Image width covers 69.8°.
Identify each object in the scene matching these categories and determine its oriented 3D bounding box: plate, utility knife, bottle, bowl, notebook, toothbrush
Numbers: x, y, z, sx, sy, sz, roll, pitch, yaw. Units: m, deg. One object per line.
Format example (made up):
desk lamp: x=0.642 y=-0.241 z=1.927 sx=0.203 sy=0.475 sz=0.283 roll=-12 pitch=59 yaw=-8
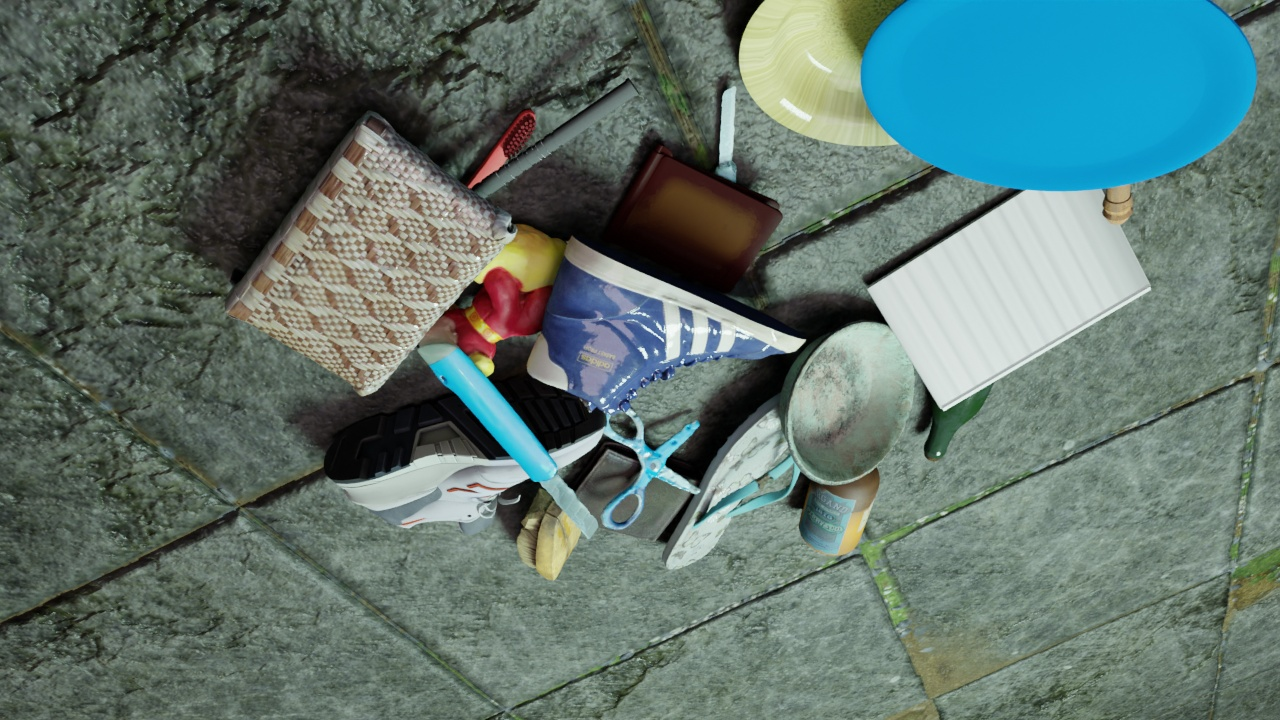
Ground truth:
plate: x=0.253 y=-0.176 z=0.576 sx=0.224 sy=0.024 sz=0.224 roll=16 pitch=164 yaw=5
utility knife: x=0.066 y=-0.133 z=0.710 sx=0.022 sy=0.015 sz=0.166 roll=-11 pitch=135 yaw=-10
bottle: x=0.213 y=0.132 z=0.963 sx=0.067 sy=0.067 sz=0.157 roll=-6 pitch=132 yaw=-13
bowl: x=0.186 y=0.036 z=0.855 sx=0.157 sy=0.038 sz=0.157 roll=-10 pitch=109 yaw=-29
notebook: x=0.328 y=-0.064 z=0.818 sx=0.210 sy=0.009 sz=0.142 roll=-33 pitch=106 yaw=11
bottle: x=0.317 y=0.038 z=0.921 sx=0.055 sy=0.055 sz=0.174 roll=-7 pitch=133 yaw=-13
plate: x=0.161 y=-0.216 z=0.619 sx=0.184 sy=0.036 sz=0.185 roll=6 pitch=157 yaw=2
utility knife: x=-0.096 y=0.066 z=0.720 sx=0.031 sy=0.015 sz=0.221 roll=-28 pitch=116 yaw=13
toothbrush: x=-0.142 y=-0.098 z=0.673 sx=0.012 sy=0.017 sz=0.213 roll=27 pitch=118 yaw=-35

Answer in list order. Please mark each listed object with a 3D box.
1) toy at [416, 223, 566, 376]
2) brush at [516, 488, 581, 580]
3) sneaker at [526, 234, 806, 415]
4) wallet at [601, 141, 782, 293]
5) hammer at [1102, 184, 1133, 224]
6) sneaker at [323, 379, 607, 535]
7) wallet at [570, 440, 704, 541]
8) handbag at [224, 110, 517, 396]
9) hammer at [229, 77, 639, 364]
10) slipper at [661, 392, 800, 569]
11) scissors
toy: x=-0.107 y=-0.043 z=0.712 sx=0.137 sy=0.067 sz=0.105 roll=-46 pitch=132 yaw=7
brush: x=-0.087 y=0.168 z=0.871 sx=0.043 sy=0.059 sz=0.196 roll=27 pitch=156 yaw=8
sneaker: x=0.020 y=-0.002 z=0.730 sx=0.232 sy=0.091 sz=0.118 roll=18 pitch=104 yaw=-36
wallet: x=0.041 y=-0.107 z=0.712 sx=0.115 sy=0.018 sz=0.092 roll=20 pitch=127 yaw=-20
hammer: x=0.328 y=-0.213 z=0.623 sx=0.162 sy=0.083 sz=0.318 roll=-56 pitch=140 yaw=-26
sneaker: x=-0.142 y=0.095 z=0.810 sx=0.240 sy=0.088 sz=0.124 roll=-9 pitch=138 yaw=1
wallet: x=-0.009 y=0.132 z=0.919 sx=0.120 sy=0.031 sz=0.100 roll=19 pitch=120 yaw=-28
handbag: x=-0.186 y=-0.067 z=0.634 sx=0.124 sy=0.047 sz=0.186 roll=36 pitch=116 yaw=-24
hammer: x=-0.143 y=-0.107 z=0.648 sx=0.325 sy=0.015 sz=0.095 roll=-30 pitch=129 yaw=15
slipper: x=0.099 y=0.134 z=0.919 sx=0.098 sy=0.054 sz=0.269 roll=-2 pitch=134 yaw=-42
scissors: x=0.001 y=0.103 z=0.874 sx=0.134 sy=0.011 sz=0.140 roll=34 pitch=94 yaw=-26
